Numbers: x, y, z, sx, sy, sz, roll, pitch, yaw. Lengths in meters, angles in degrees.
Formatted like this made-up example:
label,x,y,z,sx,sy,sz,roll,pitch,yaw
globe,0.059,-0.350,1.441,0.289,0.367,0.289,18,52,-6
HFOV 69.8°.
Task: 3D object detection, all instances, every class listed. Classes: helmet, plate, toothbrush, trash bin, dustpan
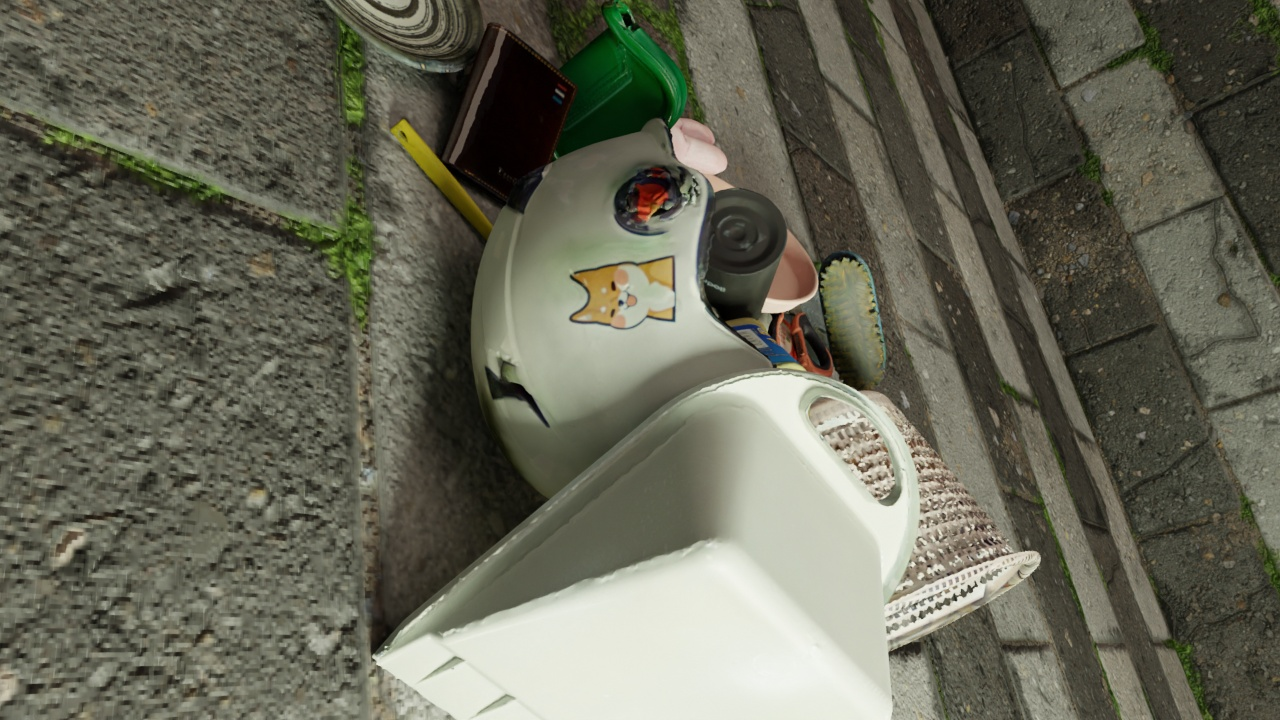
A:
label,x,y,z,sx,sy,sz,roll,pitch,yaw
helmet,-0.033,-0.016,0.596,0.156,0.230,0.273,-11,71,-14
plate,-0.195,-0.291,0.695,0.179,0.024,0.179,30,44,-35
toothbrush,-0.116,-0.102,0.689,0.190,0.016,0.016,50,30,-21
plate,0.067,-0.122,0.879,0.229,0.028,0.229,23,32,-15
trash bin,0.194,0.142,0.804,0.227,0.228,0.192,16,43,-51
dustpan,0.033,0.129,0.520,0.222,0.258,0.142,47,30,-25

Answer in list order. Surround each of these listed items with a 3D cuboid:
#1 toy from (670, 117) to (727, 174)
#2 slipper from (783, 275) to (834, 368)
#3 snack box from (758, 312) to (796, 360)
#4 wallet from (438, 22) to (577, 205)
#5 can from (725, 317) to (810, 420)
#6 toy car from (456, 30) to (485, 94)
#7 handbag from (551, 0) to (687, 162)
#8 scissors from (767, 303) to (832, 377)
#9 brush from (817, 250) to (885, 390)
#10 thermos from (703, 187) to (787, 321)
label,x,y,z,sx,sy,sz,roll,pitch,yaw
toy,0.014,-0.230,0.905,0.159,0.054,0.121,18,35,-28
slipper,0.147,-0.052,0.989,0.245,0.074,0.103,24,48,-25
snack box,0.110,-0.012,0.896,0.080,0.082,0.091,42,31,-18
wallet,-0.102,-0.186,0.721,0.096,0.020,0.122,28,75,-43
can,0.078,0.033,0.638,0.083,0.057,0.102,-123,-155,-63
toy car,-0.124,-0.237,0.756,0.042,0.035,0.090,33,41,-42
handbag,-0.034,-0.226,0.791,0.120,0.131,0.067,51,22,-12
scissors,0.152,-0.042,0.891,0.202,0.015,0.204,-2,50,-46
brush,0.215,-0.042,0.932,0.073,0.055,0.144,-61,138,-71
thermos,0.073,-0.037,0.726,0.090,0.243,0.068,28,70,11
